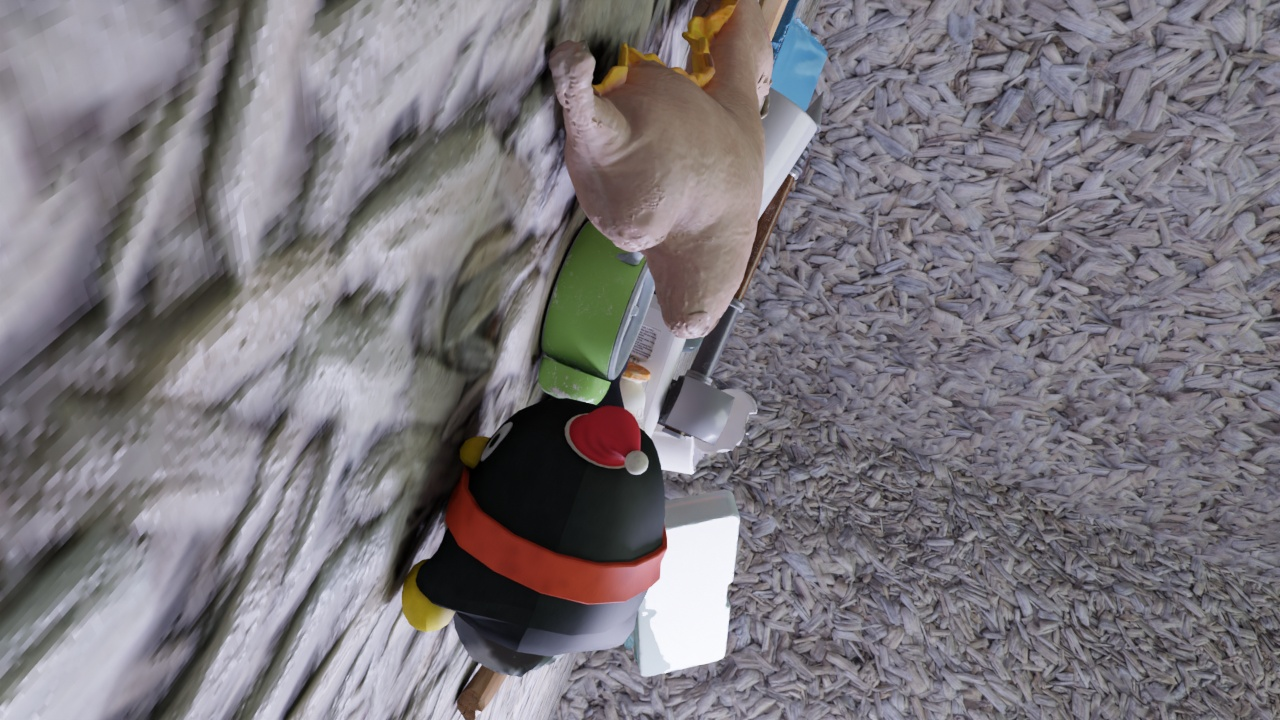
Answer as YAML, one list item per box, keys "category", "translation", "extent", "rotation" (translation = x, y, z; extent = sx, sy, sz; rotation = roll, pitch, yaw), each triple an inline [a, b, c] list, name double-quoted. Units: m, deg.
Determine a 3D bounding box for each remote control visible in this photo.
- category: "remote control"
  translation: [-0.004, 0.004, 0.709]
  extent: [0.025, 0.060, 0.139]
  rotation: [-54, 164, -60]

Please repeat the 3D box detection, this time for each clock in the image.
- category: "clock"
  translation: [-0.021, -0.027, 0.499]
  extent: [0.094, 0.042, 0.120]
  rotation: [-59, 168, -60]

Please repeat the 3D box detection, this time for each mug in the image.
- category: "mug"
  translation: [0.081, -0.166, 0.749]
  extent: [0.097, 0.078, 0.112]
  rotation: [-57, -177, 6]

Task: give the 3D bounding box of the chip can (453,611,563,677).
- category: "chip can"
  translation: [-0.060, 0.143, 0.593]
  extent: [0.223, 0.075, 0.075]
  rotation: [62, 49, -84]

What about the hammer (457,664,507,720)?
- category: "hammer"
  translation: [-0.084, 0.210, 0.804]
  extent: [0.327, 0.052, 0.098]
  rotation: [-41, 151, -73]

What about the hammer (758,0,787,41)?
- category: "hammer"
  translation: [0.093, -0.250, 0.800]
  extent: [0.329, 0.039, 0.130]
  rotation: [109, 1, -50]

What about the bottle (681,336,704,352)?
- category: "bottle"
  translation: [0.046, -0.044, 0.919]
  extent: [0.161, 0.046, 0.072]
  rotation: [-156, -94, -80]

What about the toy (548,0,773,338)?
- category: "toy"
  translation: [0.027, -0.139, 0.448]
  extent: [0.196, 0.065, 0.263]
  rotation: [63, 31, -47]

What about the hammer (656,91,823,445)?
- category: "hammer"
  translation: [0.092, -0.083, 0.783]
  extent: [0.156, 0.043, 0.322]
  rotation: [174, -60, -82]

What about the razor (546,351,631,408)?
- category: "razor"
  translation: [-0.022, -0.001, 0.580]
  extent: [0.047, 0.052, 0.142]
  rotation: [87, 18, -54]

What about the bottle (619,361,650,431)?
- category: "bottle"
  translation: [-0.025, 0.053, 0.685]
  extent: [0.063, 0.063, 0.108]
  rotation: [-45, 154, -78]

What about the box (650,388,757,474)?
- category: "box"
  translation: [0.038, 0.069, 0.925]
  extent: [0.119, 0.160, 0.084]
  rotation: [84, 19, -55]

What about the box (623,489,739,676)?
- category: "box"
  translation: [0.009, 0.129, 0.623]
  extent: [0.199, 0.085, 0.096]
  rotation: [89, -14, -46]

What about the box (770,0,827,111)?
- category: "box"
  translation: [0.143, -0.306, 1.057]
  extent: [0.231, 0.066, 0.173]
  rotation: [-68, 154, -9]

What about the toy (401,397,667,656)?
- category: "toy"
  translation: [-0.034, 0.064, 0.392]
  extent: [0.097, 0.100, 0.119]
  rotation: [-48, 159, -71]
